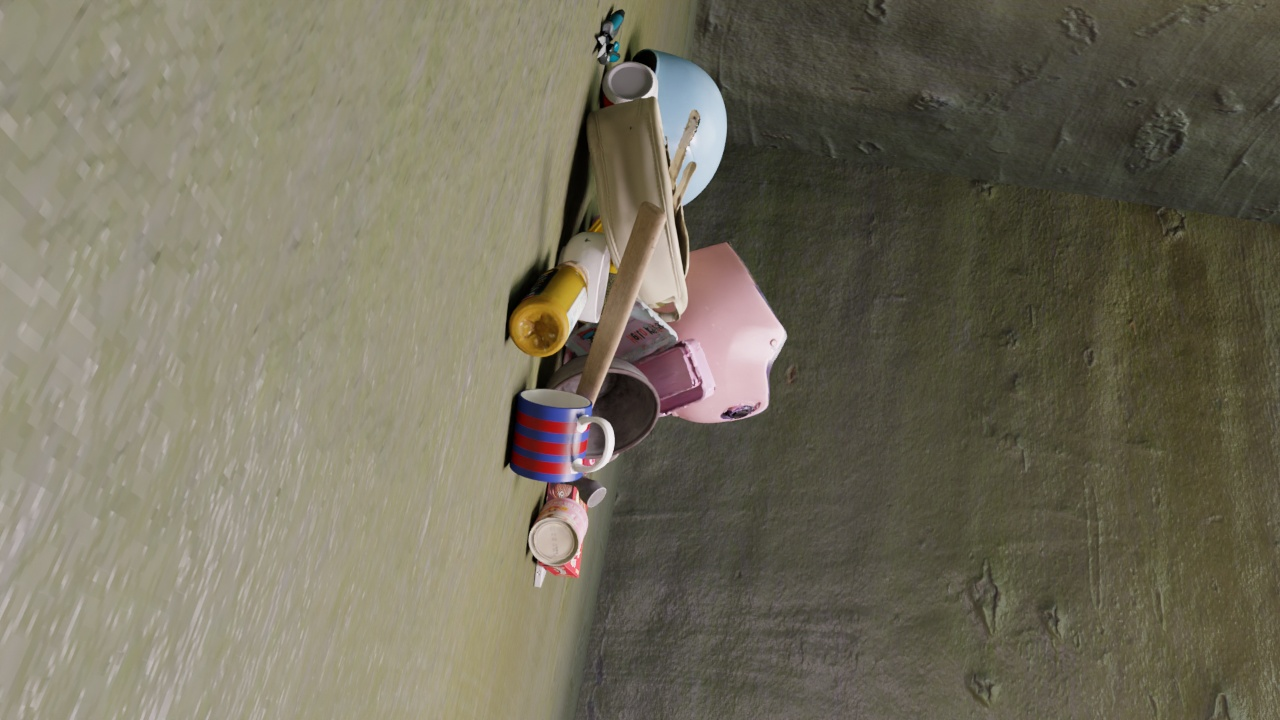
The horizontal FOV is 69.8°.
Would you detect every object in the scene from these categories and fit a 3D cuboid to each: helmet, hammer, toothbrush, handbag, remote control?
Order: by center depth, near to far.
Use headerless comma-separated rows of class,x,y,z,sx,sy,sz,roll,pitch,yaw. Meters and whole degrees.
hammer,-0.041,-0.007,0.927,0.030,0.119,0.332,-17,138,-45
handbag,0.026,-0.185,1.071,0.184,0.132,0.228,64,19,-51
helmet,0.068,-0.022,1.210,0.230,0.152,0.256,65,-25,23
toothbrush,-0.097,0.010,1.215,0.021,0.016,0.135,26,71,-88
remote control,-0.135,0.275,1.346,0.135,0.011,0.050,-73,172,-70
helmet,0.044,-0.342,1.440,0.225,0.166,0.266,-91,-165,-44

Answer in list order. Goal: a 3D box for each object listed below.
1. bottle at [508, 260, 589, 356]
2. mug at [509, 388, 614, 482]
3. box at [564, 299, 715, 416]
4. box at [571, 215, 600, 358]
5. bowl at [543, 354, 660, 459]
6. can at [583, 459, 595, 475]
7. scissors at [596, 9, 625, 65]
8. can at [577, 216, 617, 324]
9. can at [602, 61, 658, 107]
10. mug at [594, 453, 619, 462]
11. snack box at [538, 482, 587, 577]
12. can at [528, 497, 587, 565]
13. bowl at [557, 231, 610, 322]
bottle,-0.081,-0.058,0.882,0.185,0.053,0.053,-74,173,-70
mug,-0.075,0.079,0.911,0.074,0.112,0.076,-8,110,-56
box,0.000,0.001,1.124,0.058,0.155,0.202,-37,-173,-32
box,-0.065,-0.100,1.322,0.093,0.089,0.214,12,-87,50
bowl,-0.055,0.044,1.080,0.067,0.145,0.145,-107,-162,-47
can,-0.087,0.095,1.183,0.063,0.063,0.114,-77,175,-54
scissors,-0.035,-0.385,1.102,0.150,0.019,0.120,76,24,-79
can,-0.039,-0.116,1.186,0.130,0.072,0.101,-57,163,-50
can,-0.014,-0.324,1.205,0.132,0.070,0.070,92,7,-68
mug,-0.060,0.077,1.262,0.096,0.110,0.122,69,31,-74
snack box,-0.108,0.234,1.315,0.152,0.036,0.132,80,16,-70
can,-0.106,0.220,1.186,0.076,0.067,0.067,-65,164,-77
bowl,-0.067,-0.098,1.053,0.105,0.054,0.105,24,76,-89
